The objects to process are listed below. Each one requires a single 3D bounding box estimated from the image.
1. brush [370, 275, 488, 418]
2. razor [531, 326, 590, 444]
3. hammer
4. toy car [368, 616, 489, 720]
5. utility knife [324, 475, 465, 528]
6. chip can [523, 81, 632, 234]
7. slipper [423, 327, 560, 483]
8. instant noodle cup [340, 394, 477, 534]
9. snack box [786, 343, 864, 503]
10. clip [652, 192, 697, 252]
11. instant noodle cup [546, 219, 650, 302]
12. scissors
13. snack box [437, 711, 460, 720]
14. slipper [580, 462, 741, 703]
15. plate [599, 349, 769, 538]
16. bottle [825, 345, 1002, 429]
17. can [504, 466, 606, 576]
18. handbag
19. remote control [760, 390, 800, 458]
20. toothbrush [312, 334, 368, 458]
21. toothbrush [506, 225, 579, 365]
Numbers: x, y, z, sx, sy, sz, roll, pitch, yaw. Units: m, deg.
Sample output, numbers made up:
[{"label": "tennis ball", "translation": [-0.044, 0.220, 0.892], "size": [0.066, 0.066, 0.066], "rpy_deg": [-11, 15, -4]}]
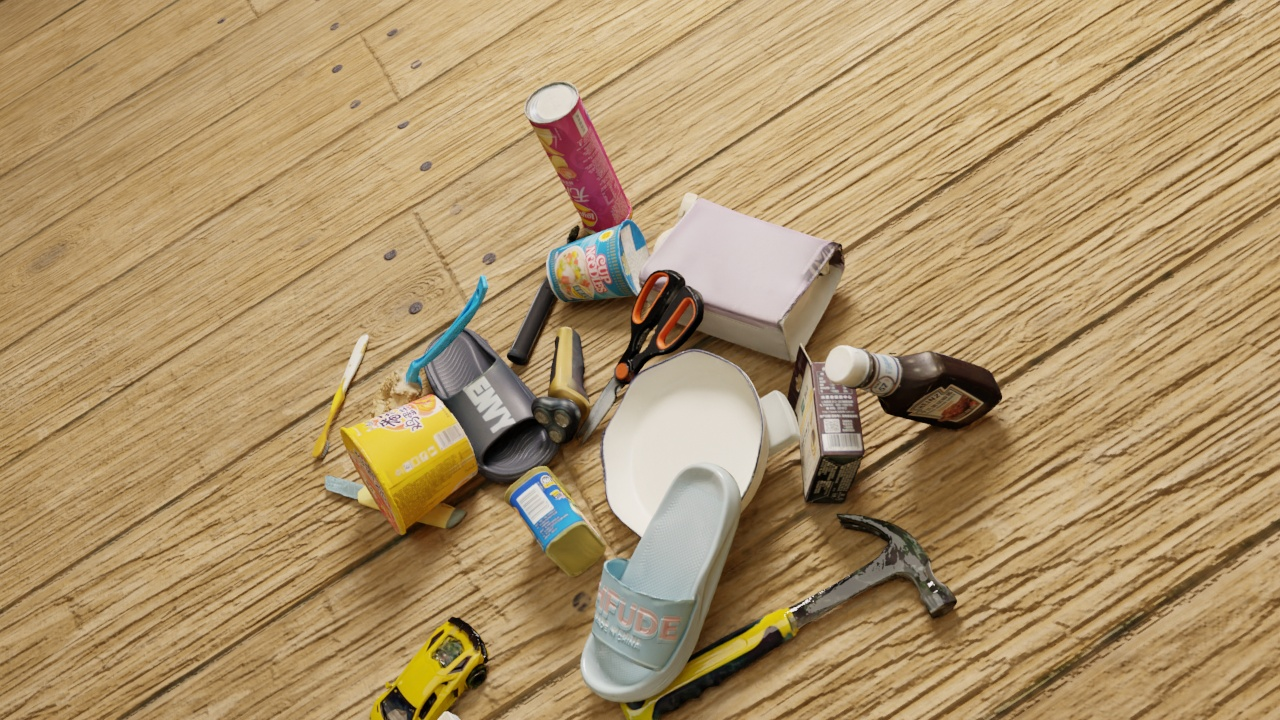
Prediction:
[{"label": "brush", "translation": [-0.253, -0.004, 1.108], "size": [0.255, 0.046, 0.083], "rpy_deg": [-48, 38, 23]}, {"label": "razor", "translation": [-0.092, 0.021, 1.078], "size": [0.067, 0.062, 0.167], "rpy_deg": [12, 40, -12]}, {"label": "hammer", "translation": [0.126, 0.256, 0.876], "size": [0.323, 0.032, 0.126], "rpy_deg": [-30, 54, 1]}, {"label": "toy car", "translation": [-0.221, 0.339, 0.945], "size": [0.071, 0.041, 0.155], "rpy_deg": [34, 76, 34]}, {"label": "utility knife", "translation": [-0.301, 0.167, 1.098], "size": [0.211, 0.022, 0.030], "rpy_deg": [13, 59, 20]}, {"label": "chip can", "translation": [-0.075, -0.250, 1.161], "size": [0.071, 0.211, 0.071], "rpy_deg": [-10, 55, 14]}, {"label": "slipper", "translation": [-0.199, 0.040, 1.103], "size": [0.110, 0.083, 0.268], "rpy_deg": [-39, 53, -5]}, {"label": "instant noodle cup", "translation": [-0.260, 0.110, 1.045], "size": [0.109, 0.138, 0.138], "rpy_deg": [-31, 51, -25]}, {"label": "snack box", "translation": [0.183, 0.064, 0.920], "size": [0.053, 0.113, 0.125], "rpy_deg": [1, 58, 1]}, {"label": "clip", "translation": [0.051, -0.160, 1.161], "size": [0.035, 0.071, 0.100], "rpy_deg": [21, 71, 30]}, {"label": "instant noodle cup", "translation": [-0.054, -0.116, 1.147], "size": [0.110, 0.099, 0.099], "rpy_deg": [-11, 55, 23]}, {"label": "scissors", "translation": [-0.016, -0.006, 1.046], "size": [0.236, 0.021, 0.141], "rpy_deg": [-37, 59, 29]}, {"label": "snack box", "translation": [-0.169, 0.425, 0.879], "size": [0.084, 0.027, 0.157], "rpy_deg": [-45, 55, -10]}, {"label": "slipper", "translation": [0.015, 0.207, 0.862], "size": [0.104, 0.074, 0.245], "rpy_deg": [25, 88, 43]}, {"label": "plate", "translation": [0.048, 0.092, 0.959], "size": [0.205, 0.045, 0.204], "rpy_deg": [-17, 63, 37]}, {"label": "bottle", "translation": [0.258, 0.022, 0.877], "size": [0.080, 0.194, 0.044], "rpy_deg": [-45, 43, 40]}, {"label": "can", "translation": [-0.087, 0.171, 0.966], "size": [0.057, 0.102, 0.083], "rpy_deg": [-38, 57, -6]}, {"label": "handbag", "translation": [0.118, -0.096, 1.061], "size": [0.197, 0.098, 0.144], "rpy_deg": [22, 71, 31]}, {"label": "remote control", "translation": [0.098, 0.091, 0.963], "size": [0.150, 0.021, 0.058], "rpy_deg": [-35, 53, 27]}, {"label": "toothbrush", "translation": [-0.393, 0.046, 1.213], "size": [0.016, 0.018, 0.191], "rpy_deg": [1, 57, 18]}, {"label": "toothbrush", "translation": [-0.120, -0.090, 1.189], "size": [0.026, 0.027, 0.212], "rpy_deg": [26, 65, -9]}]
